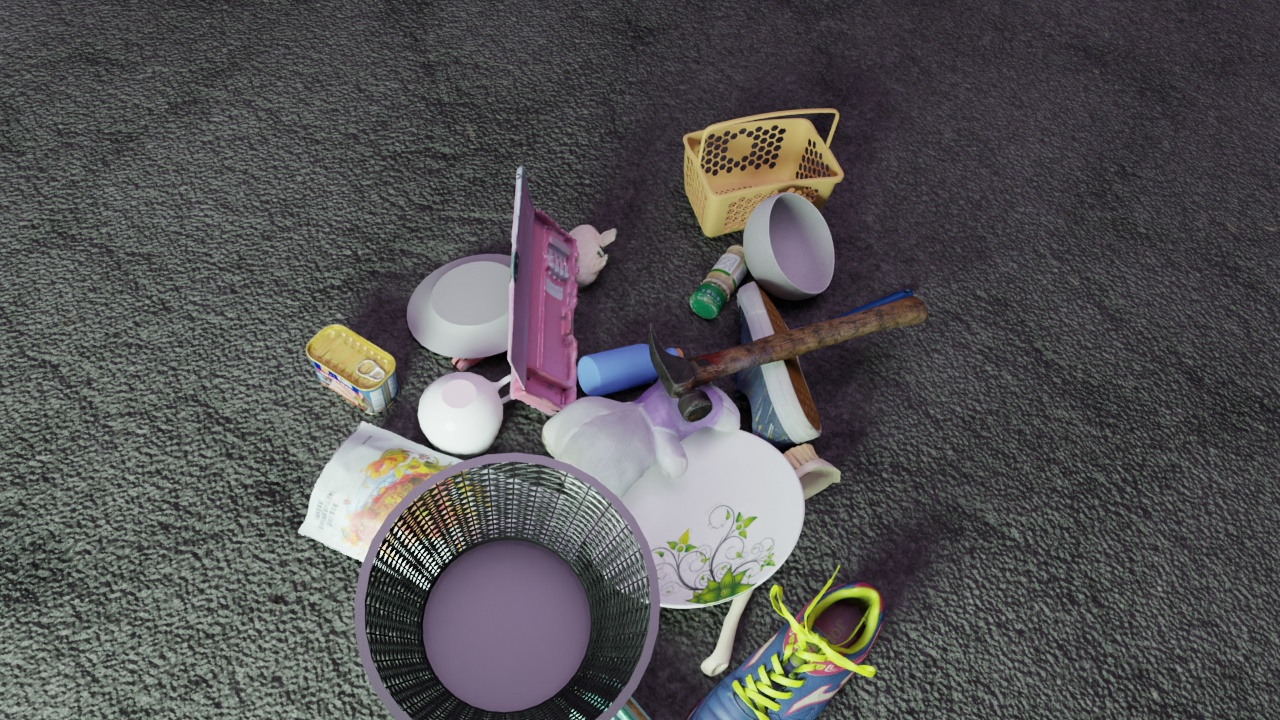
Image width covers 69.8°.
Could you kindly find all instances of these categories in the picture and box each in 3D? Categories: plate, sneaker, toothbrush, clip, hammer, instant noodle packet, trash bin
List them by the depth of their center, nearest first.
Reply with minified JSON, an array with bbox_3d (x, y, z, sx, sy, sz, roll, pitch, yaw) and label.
[{"bbox_3d":[-0.110,0.213,0.772,0.217,0.244,0.216,3,70,-8],"label":"trash bin"},{"bbox_3d":[0.135,0.289,0.862,0.241,0.091,0.116,-35,69,-25],"label":"sneaker"},{"bbox_3d":[-0.194,0.164,0.931,0.269,0.057,0.146,20,64,5],"label":"instant noodle packet"},{"bbox_3d":[0.056,0.163,0.957,0.229,0.030,0.228,-9,43,8],"label":"plate"},{"bbox_3d":[0.170,-0.027,1.008,0.329,0.033,0.120,-15,56,-20],"label":"hammer"},{"bbox_3d":[0.138,0.005,1.066,0.079,0.087,0.235,-30,46,20],"label":"sneaker"},{"bbox_3d":[-0.196,-0.012,1.070,0.057,0.022,0.035,-37,71,-25],"label":"clip"},{"bbox_3d":[-0.194,-0.075,1.093,0.173,0.019,0.172,-2,50,3],"label":"plate"},{"bbox_3d":[0.266,-0.059,1.157,0.189,0.017,0.016,-20,61,-19],"label":"toothbrush"}]

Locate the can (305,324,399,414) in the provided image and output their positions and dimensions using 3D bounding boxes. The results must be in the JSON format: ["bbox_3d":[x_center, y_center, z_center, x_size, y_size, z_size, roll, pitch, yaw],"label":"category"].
[{"bbox_3d":[-0.316,0.011,1.016,0.100,0.059,0.053,30,58,14],"label":"can"}]

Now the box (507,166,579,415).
[{"bbox_3d":[-0.120,-0.070,1.011,0.055,0.180,0.232,-7,65,16],"label":"box"}]

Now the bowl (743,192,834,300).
[{"bbox_3d":[0.178,-0.138,1.152,0.131,0.065,0.131,13,70,-40],"label":"bowl"}]

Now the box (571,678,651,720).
[{"bbox_3d":[0.023,0.363,0.817,0.079,0.078,0.189,-24,59,-40],"label":"box"}]

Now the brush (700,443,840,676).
[{"bbox_3d":[0.127,0.200,0.948,0.077,0.062,0.271,12,56,35],"label":"brush"}]

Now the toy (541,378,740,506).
[{"bbox_3d":[-0.002,0.072,0.983,0.209,0.086,0.137,-27,43,-21],"label":"toy"}]

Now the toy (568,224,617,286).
[{"bbox_3d":[-0.077,-0.131,1.146,0.112,0.050,0.087,-13,56,24],"label":"toy"}]

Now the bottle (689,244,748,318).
[{"bbox_3d":[0.103,-0.101,1.151,0.043,0.043,0.109,28,57,12],"label":"bottle"}]

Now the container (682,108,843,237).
[{"bbox_3d":[0.155,-0.258,1.187,0.183,0.167,0.129,-11,58,-13],"label":"container"}]

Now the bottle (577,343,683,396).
[{"bbox_3d":[-0.006,0.006,1.059,0.131,0.048,0.048,-13,57,-33],"label":"bottle"}]

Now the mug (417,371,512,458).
[{"bbox_3d":[-0.180,0.048,0.996,0.123,0.076,0.090,-30,64,-24],"label":"mug"}]
